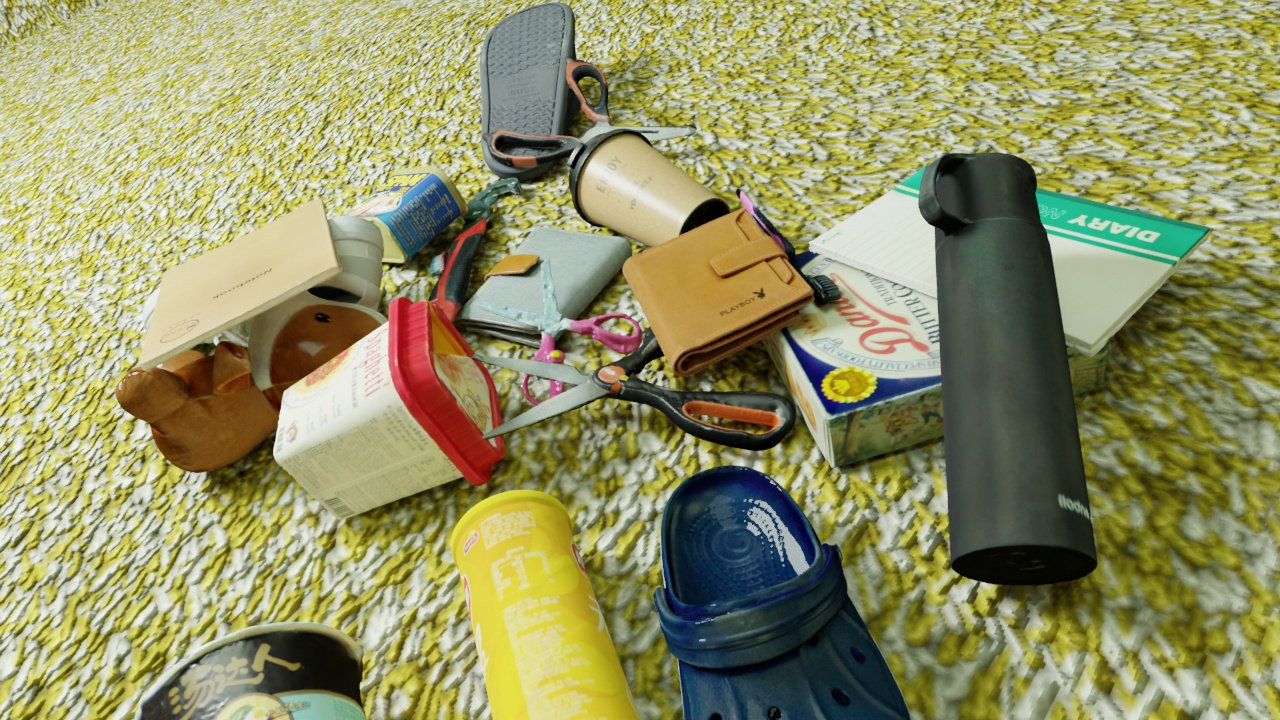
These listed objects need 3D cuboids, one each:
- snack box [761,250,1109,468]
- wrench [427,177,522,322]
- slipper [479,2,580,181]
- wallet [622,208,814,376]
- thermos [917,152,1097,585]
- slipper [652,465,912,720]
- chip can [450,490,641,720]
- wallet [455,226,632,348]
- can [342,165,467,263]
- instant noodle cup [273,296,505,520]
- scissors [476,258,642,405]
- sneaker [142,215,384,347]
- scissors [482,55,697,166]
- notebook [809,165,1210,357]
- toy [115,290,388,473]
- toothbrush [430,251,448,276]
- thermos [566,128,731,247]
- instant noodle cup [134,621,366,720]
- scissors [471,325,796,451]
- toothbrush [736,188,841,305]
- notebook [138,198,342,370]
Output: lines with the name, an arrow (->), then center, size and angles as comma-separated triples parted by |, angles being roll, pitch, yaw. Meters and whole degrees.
snack box -> 0.181, -0.025, 0.623 | 0.182, 0.046, 0.177 | -17, 38, -1
wrench -> -0.158, -0.102, 0.843 | 0.056, 0.016, 0.272 | -16, 33, 17
slipper -> -0.122, -0.293, 1.036 | 0.111, 0.083, 0.267 | -5, 59, 10
wallet -> 0.052, -0.052, 0.648 | 0.108, 0.031, 0.131 | -25, 39, 1
thermos -> 0.189, -0.006, 0.505 | 0.069, 0.090, 0.242 | -36, 41, 51
slipper -> 0.062, 0.133, 0.439 | 0.105, 0.095, 0.252 | -16, 35, 4
chip can -> -0.042, 0.159, 0.458 | 0.072, 0.072, 0.213 | -22, 39, -7
wallet -> -0.083, -0.068, 0.775 | 0.107, 0.037, 0.129 | 13, 48, 30
can -> -0.230, -0.140, 0.886 | 0.102, 0.057, 0.083 | 9, 48, 47
instant noodle cup -> -0.172, 0.038, 0.627 | 0.124, 0.117, 0.116 | -26, 38, 5
scissors -> -0.060, -0.025, 0.704 | 0.134, 0.017, 0.133 | -5, 61, -5
sneaker -> -0.327, -0.042, 0.802 | 0.243, 0.089, 0.090 | -18, 69, 17
scissors -> -0.055, -0.230, 0.931 | 0.189, 0.015, 0.223 | -29, 60, -4
notebook -> 0.244, -0.080, 0.625 | 0.150, 0.012, 0.209 | -35, 42, -27
toy -> -0.276, 0.003, 0.700 | 0.199, 0.130, 0.140 | -14, 13, -9
toothbrush -> -0.179, -0.043, 0.796 | 0.017, 0.016, 0.187 | -19, 38, 9
thermos -> 0.007, -0.139, 0.794 | 0.093, 0.093, 0.143 | -34, 49, -22
instant noodle cup -> -0.168, 0.204, 0.429 | 0.111, 0.111, 0.120 | -27, 47, -13
scissors -> 0.003, 0.010, 0.630 | 0.232, 0.022, 0.220 | 23, 42, 26
toothbrush -> 0.105, -0.090, 0.685 | 0.017, 0.014, 0.189 | -10, 35, -9
notebook -> -0.306, -0.068, 0.708 | 0.147, 0.008, 0.207 | -29, 30, -8
